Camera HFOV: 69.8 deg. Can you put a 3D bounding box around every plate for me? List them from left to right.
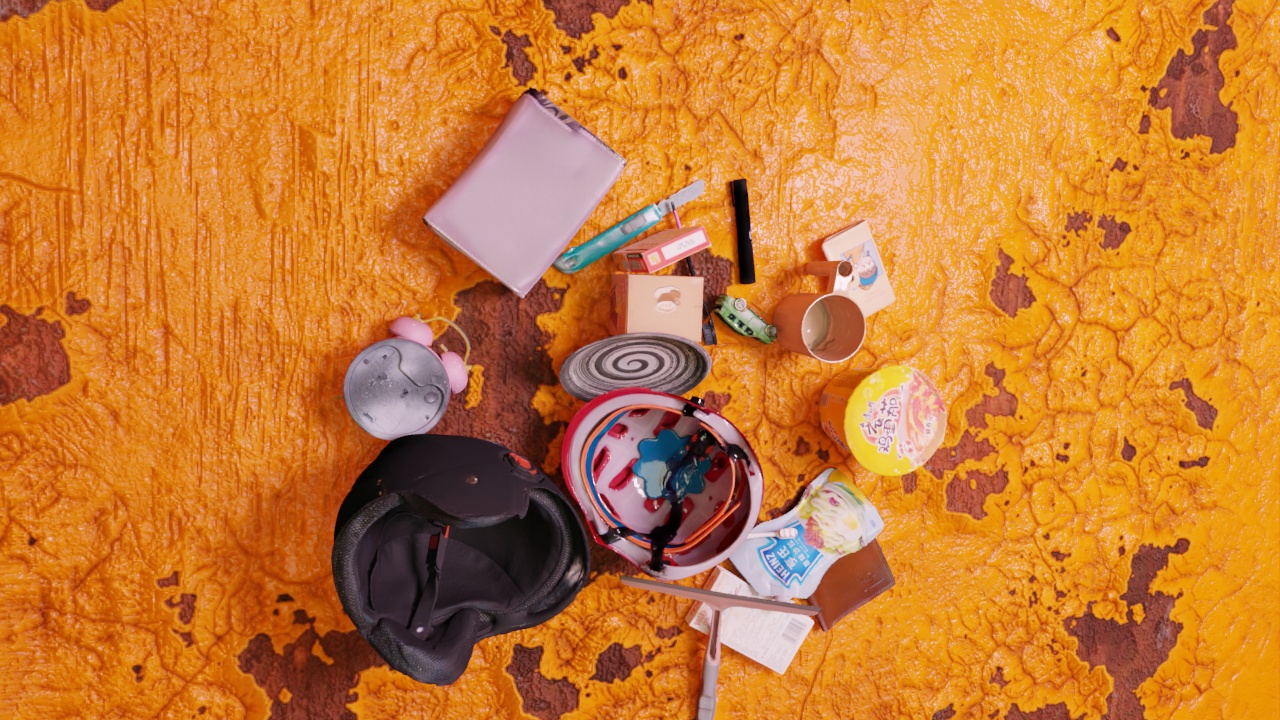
[{"bbox_3d":[-0.006,0.006,1.079,0.179,0.180,0.024,4,60,-14],"label":"plate"}]

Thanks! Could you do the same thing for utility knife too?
[{"bbox_3d":[-0.011,-0.164,1.122,0.216,0.013,0.029,-32,106,-9],"label":"utility knife"}]

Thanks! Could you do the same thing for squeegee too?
[{"bbox_3d":[0.091,0.382,1.177,0.248,0.040,0.250,7,116,8],"label":"squeegee"}]

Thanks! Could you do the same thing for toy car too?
[{"bbox_3d":[0.132,-0.050,1.155,0.091,0.043,0.036,35,85,-13],"label":"toy car"}]

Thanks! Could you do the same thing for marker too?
[{"bbox_3d":[0.129,-0.161,1.153,0.022,0.020,0.132,-6,98,4],"label":"marker"}]

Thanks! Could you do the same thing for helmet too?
[{"bbox_3d":[-0.199,0.196,1.011,0.274,0.230,0.234,11,114,-27],"label":"helmet"},{"bbox_3d":[0.032,0.135,1.103,0.240,0.143,0.207,38,99,11],"label":"helmet"}]

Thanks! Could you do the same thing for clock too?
[{"bbox_3d":[-0.266,0.017,1.059,0.158,0.060,0.117,-46,103,-3],"label":"clock"}]

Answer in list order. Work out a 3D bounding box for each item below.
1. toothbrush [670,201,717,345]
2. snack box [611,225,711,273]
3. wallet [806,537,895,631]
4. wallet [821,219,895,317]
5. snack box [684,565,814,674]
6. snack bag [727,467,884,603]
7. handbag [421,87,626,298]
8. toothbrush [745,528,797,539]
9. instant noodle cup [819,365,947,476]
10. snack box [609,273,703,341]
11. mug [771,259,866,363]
[{"bbox_3d":[0.063,-0.106,1.143,0.018,0.014,0.189,-19,103,-2],"label":"toothbrush"},{"bbox_3d":[0.020,-0.128,1.060,0.077,0.156,0.027,-25,102,-10],"label":"snack box"},{"bbox_3d":[0.275,0.293,1.236,0.124,0.032,0.101,-31,105,-8],"label":"wallet"},{"bbox_3d":[0.279,-0.114,1.186,0.087,0.024,0.115,-29,103,-27],"label":"wallet"},{"bbox_3d":[0.145,0.343,1.212,0.156,0.027,0.084,32,89,-15],"label":"snack box"},{"bbox_3d":[0.217,0.235,1.200,0.191,0.039,0.110,-38,85,-9],"label":"snack bag"},{"bbox_3d":[-0.133,-0.189,1.047,0.145,0.098,0.197,39,88,-16],"label":"handbag"},{"bbox_3d":[0.111,0.227,1.177,0.180,0.016,0.016,-4,72,1],"label":"toothbrush"},{"bbox_3d":[0.300,0.070,1.174,0.138,0.110,0.138,-1,96,-13],"label":"instant noodle cup"},{"bbox_3d":[0.017,-0.064,1.099,0.092,0.094,0.077,1,96,-14],"label":"snack box"},{"bbox_3d":[0.222,-0.064,1.143,0.084,0.103,0.124,8,94,-14],"label":"mug"}]
